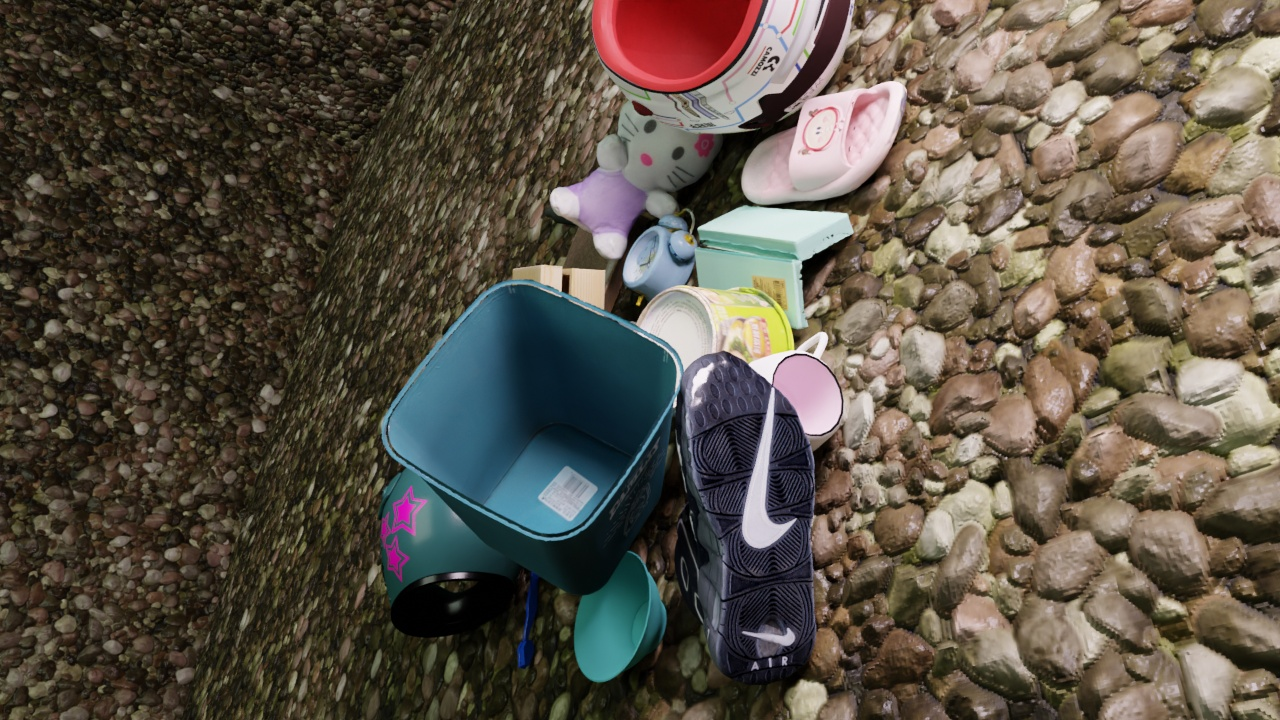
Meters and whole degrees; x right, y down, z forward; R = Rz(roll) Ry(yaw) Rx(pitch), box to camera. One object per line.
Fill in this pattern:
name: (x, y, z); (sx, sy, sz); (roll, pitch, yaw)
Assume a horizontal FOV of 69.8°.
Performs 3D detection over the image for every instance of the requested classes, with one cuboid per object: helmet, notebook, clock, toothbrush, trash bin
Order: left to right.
helmet: (-0.244, 0.217, 1.153); (0.276, 0.176, 0.200); (127, 142, -48)
toothbrush: (-0.126, 0.268, 1.079); (0.011, 0.016, 0.186); (-35, 38, 39)
trash bin: (-0.077, 0.085, 0.807); (0.196, 0.199, 0.219); (-55, -21, -24)
notebook: (-0.060, -0.104, 1.235); (0.190, 0.034, 0.215); (12, 78, 59)
clock: (0.028, -0.124, 1.086); (0.125, 0.051, 0.088); (-53, 29, 21)
helmet: (0.104, -0.357, 0.952); (0.315, 0.235, 0.231); (-1, 94, 50)

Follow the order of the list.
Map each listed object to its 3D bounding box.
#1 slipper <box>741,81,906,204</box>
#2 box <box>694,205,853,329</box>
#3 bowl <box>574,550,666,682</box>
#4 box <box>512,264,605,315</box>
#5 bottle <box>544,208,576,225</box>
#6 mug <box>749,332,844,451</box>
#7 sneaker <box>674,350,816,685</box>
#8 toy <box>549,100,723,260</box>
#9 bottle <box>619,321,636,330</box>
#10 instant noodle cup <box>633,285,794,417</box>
slipper: (0.173, -0.209, 0.910); (0.222, 0.055, 0.106); (-9, 63, 58)
box: (0.129, -0.099, 0.924); (0.187, 0.078, 0.113); (-160, 66, -63)
bowl: (-0.010, 0.246, 0.868); (0.121, 0.046, 0.121); (-39, 38, 39)
box: (-0.109, 0.014, 1.085); (0.128, 0.091, 0.249); (9, 97, 57)
bottle: (-0.123, -0.230, 1.440); (0.123, 0.033, 0.033); (21, 87, 62)
mug: (0.125, 0.027, 0.778); (0.076, 0.090, 0.123); (-36, 20, 57)
sneaker: (0.067, 0.116, 0.742); (0.151, 0.097, 0.252); (-175, 77, -73)
toy: (-0.002, -0.230, 1.130); (0.209, 0.137, 0.085); (-47, 6, 8)
bottle: (-0.006, 0.006, 1.034); (0.060, 0.060, 0.108); (-52, 31, 23)
instant noodle cup: (0.061, -0.005, 0.858); (0.147, 0.097, 0.146); (-16, 69, 48)
